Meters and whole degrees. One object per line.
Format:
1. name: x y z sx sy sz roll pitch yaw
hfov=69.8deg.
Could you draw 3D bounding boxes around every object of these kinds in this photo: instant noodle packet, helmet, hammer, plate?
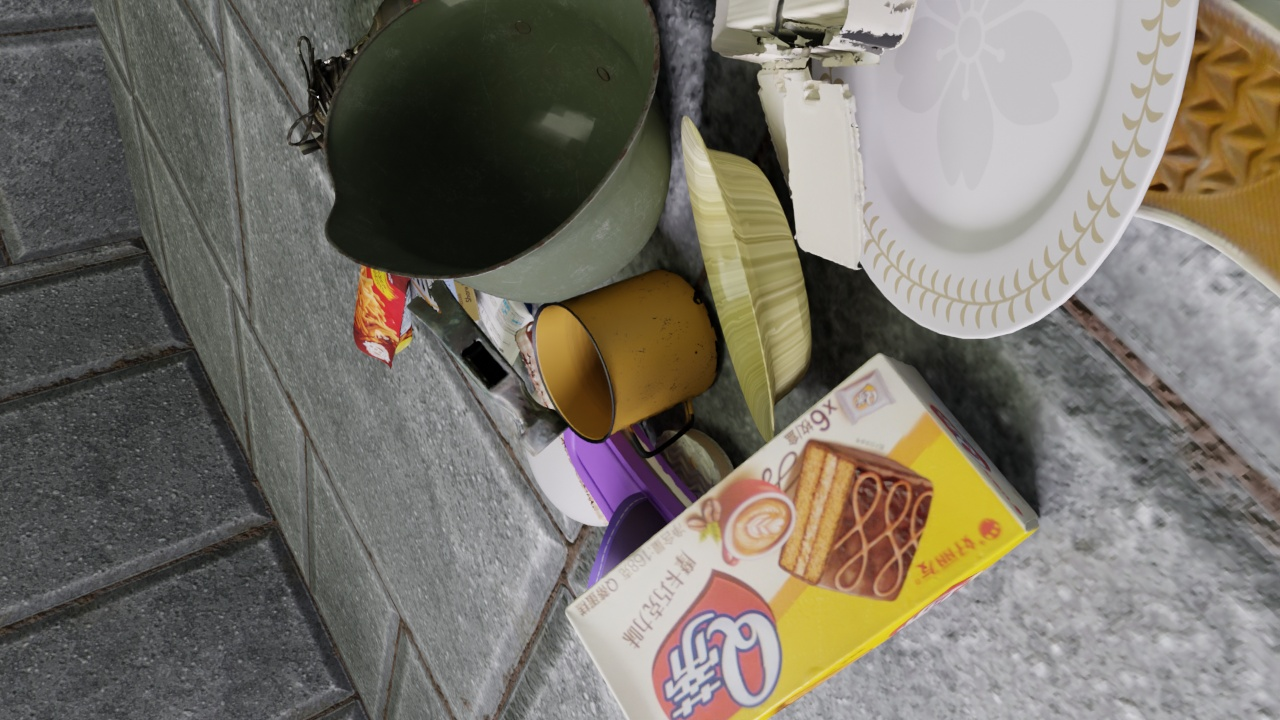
1. instant noodle packet: -0.143 -0.070 0.873 0.134 0.026 0.087 59 148 16
2. helmet: -0.081 -0.132 0.594 0.268 0.227 0.154 32 176 30
3. hammer: -0.113 0.012 0.725 0.132 0.033 0.331 48 173 -1
4. plate: 0.064 -0.048 0.510 0.184 0.036 0.184 11 -116 -90
5. plate: 0.128 -0.130 0.366 0.243 0.016 0.242 172 91 -76

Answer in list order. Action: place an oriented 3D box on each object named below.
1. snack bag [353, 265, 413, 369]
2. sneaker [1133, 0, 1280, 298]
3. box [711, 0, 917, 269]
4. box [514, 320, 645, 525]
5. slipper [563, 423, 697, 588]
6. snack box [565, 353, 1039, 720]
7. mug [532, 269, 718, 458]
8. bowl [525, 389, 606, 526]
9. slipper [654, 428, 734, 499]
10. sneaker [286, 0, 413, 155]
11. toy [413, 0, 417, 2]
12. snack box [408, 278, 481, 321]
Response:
1. snack bag: -0.260 -0.092 0.960 0.208 0.066 0.138 -57 48 53
2. sneaker: 0.209 -0.070 0.287 0.235 0.079 0.088 -118 26 -47
3. box: 0.080 -0.143 0.415 0.144 0.058 0.188 -132 40 -66
4. box: -0.040 0.044 0.756 0.071 0.056 0.187 -28 84 27
5. slipper: -0.007 0.132 0.628 0.266 0.083 0.107 52 148 36
6. snack box: 0.079 0.111 0.485 0.231 0.061 0.110 -42 67 18
7. mug: -0.004 0.004 0.635 0.123 0.094 0.101 62 150 11
8. bowl: -0.070 0.088 0.837 0.149 0.043 0.150 34 135 43
9. slipper: 0.044 0.172 0.706 0.115 0.052 0.263 30 125 51
10. sneaker: -0.266 -0.258 0.840 0.239 0.142 0.101 -35 78 58
11. toy: -0.149 -0.303 0.706 0.094 0.088 0.133 -162 68 -73
12. snack box: -0.209 -0.093 0.921 0.186 0.031 0.101 18 124 66
